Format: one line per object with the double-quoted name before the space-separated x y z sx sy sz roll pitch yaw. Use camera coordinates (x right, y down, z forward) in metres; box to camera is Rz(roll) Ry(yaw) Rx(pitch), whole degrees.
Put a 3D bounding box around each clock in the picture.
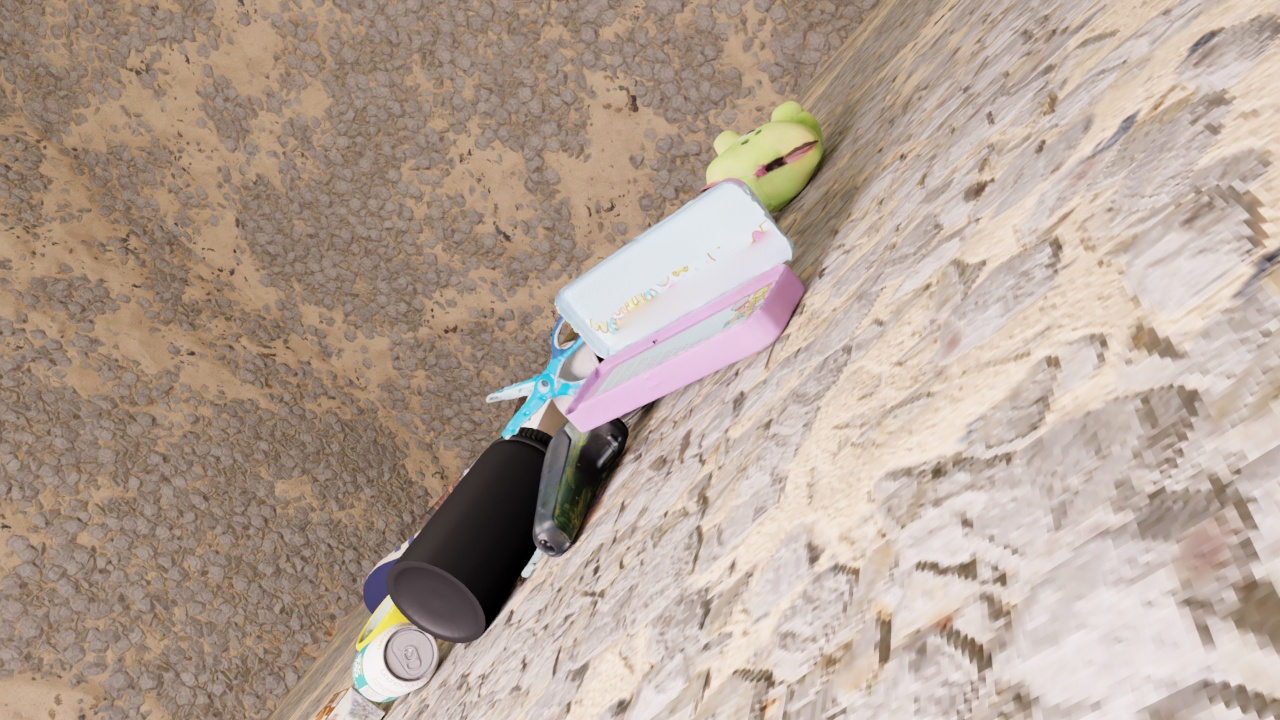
"clock" -0.242 0.270 0.935 0.083 0.057 0.118 -49 12 5

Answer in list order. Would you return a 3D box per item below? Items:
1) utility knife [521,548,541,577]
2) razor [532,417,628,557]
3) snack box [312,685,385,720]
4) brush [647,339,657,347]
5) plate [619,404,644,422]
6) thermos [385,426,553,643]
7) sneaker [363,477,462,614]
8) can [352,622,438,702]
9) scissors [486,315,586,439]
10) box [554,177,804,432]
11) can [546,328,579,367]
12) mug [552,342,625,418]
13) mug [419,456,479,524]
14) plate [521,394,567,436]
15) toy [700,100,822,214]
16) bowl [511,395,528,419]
"utility knife" -0.059 0.121 0.741 0.022 0.015 0.166 -14 23 23
"razor" -0.046 0.089 0.697 0.067 0.054 0.151 -33 18 24
"snack box" -0.304 0.372 0.832 0.146 0.041 0.143 -53 7 -32
"brush" 0.030 -0.052 0.826 0.172 0.082 0.042 -54 7 -37
"plate" -0.005 0.005 0.915 0.179 0.012 0.178 -40 25 23
"thermos" -0.121 0.132 0.772 0.086 0.086 0.198 -45 7 39
"sneaker" -0.219 0.202 1.028 0.234 0.091 0.118 -44 12 39
"can" -0.208 0.257 0.780 0.054 0.055 0.102 -54 7 -37
"scissors" -0.078 0.008 0.786 0.140 0.118 0.013 -13 -13 22
"box" 0.007 -0.034 0.653 0.215 0.091 0.089 -28 19 44
"can" -0.062 0.003 1.141 0.090 0.090 0.074 -47 6 28
"mug" -0.035 0.002 0.837 0.071 0.084 0.113 -37 42 33
"mug" -0.205 0.190 1.159 0.107 0.080 0.116 -50 34 -17
"plate" -0.094 0.053 1.015 0.182 0.034 0.182 -58 -13 -22
"toy" 0.141 -0.219 1.032 0.150 0.107 0.196 -22 27 23
"bowl" -0.121 0.090 1.121 0.121 0.056 0.121 15 -93 -86
